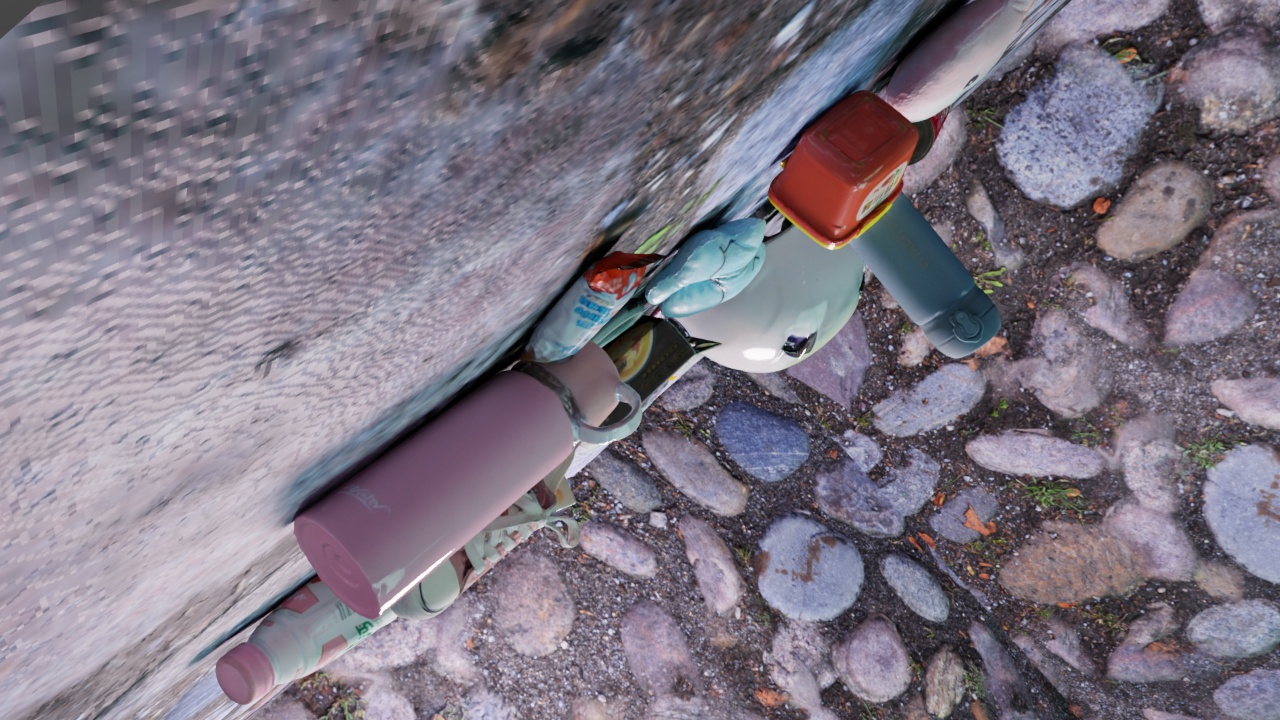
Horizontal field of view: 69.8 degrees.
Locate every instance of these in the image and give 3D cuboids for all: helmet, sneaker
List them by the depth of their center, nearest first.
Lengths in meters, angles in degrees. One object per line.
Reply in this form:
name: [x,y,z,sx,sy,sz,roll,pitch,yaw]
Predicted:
sneaker: [-0.119,0.131,0.794,0.088,0.118,0.240,4,-147,33]
helmet: [0.151,-0.072,1.009,0.228,0.146,0.259,-40,177,-22]

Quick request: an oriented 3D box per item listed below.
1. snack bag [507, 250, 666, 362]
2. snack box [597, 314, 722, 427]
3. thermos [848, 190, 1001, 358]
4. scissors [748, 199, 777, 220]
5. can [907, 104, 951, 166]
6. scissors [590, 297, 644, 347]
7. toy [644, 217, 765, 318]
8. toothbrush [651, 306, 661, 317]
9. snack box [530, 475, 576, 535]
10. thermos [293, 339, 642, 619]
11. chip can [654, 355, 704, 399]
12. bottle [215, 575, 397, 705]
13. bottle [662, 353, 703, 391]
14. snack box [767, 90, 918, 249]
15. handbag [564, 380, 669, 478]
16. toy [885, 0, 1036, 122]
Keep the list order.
snack bag: [-0.030,-0.027,0.490,0.048,0.026,0.104,-20,162,-47]
snack box: [-0.005,0.005,0.804,0.125,0.053,0.113,-43,-168,-6]
thermos: [0.223,-0.100,0.792,0.070,0.220,0.070,-39,178,-2]
scissors: [0.152,-0.172,0.873,0.151,0.014,0.170,-42,-178,28]
can: [0.245,-0.218,0.821,0.053,0.053,0.132,-43,-176,37]
scissors: [-0.055,0.003,0.693,0.176,0.019,0.174,-41,176,19]
toy: [0.055,-0.070,0.738,0.161,0.050,0.157,-28,171,-34]
toothbrush: [0.017,-0.041,0.985,0.016,0.017,0.188,-39,176,-23]
snack box: [-0.179,0.181,0.964,0.177,0.045,0.183,-18,167,-26]
thermos: [-0.083,0.059,0.510,0.198,0.087,0.067,-37,139,-38]
chip can: [0.061,-0.027,1.261,0.215,0.071,0.071,-43,177,36]
bottle: [-0.245,0.203,0.735,0.068,0.068,0.196,-43,174,32]
bottle: [0.005,0.016,1.178,0.190,0.068,0.068,-42,177,15]
snack box: [0.147,-0.141,0.663,0.091,0.082,0.080,-41,164,-22]
handbag: [-0.060,0.064,0.988,0.133,0.075,0.194,-40,175,-34]
toy: [0.249,-0.242,0.687,0.160,0.054,0.121,-48,176,25]
